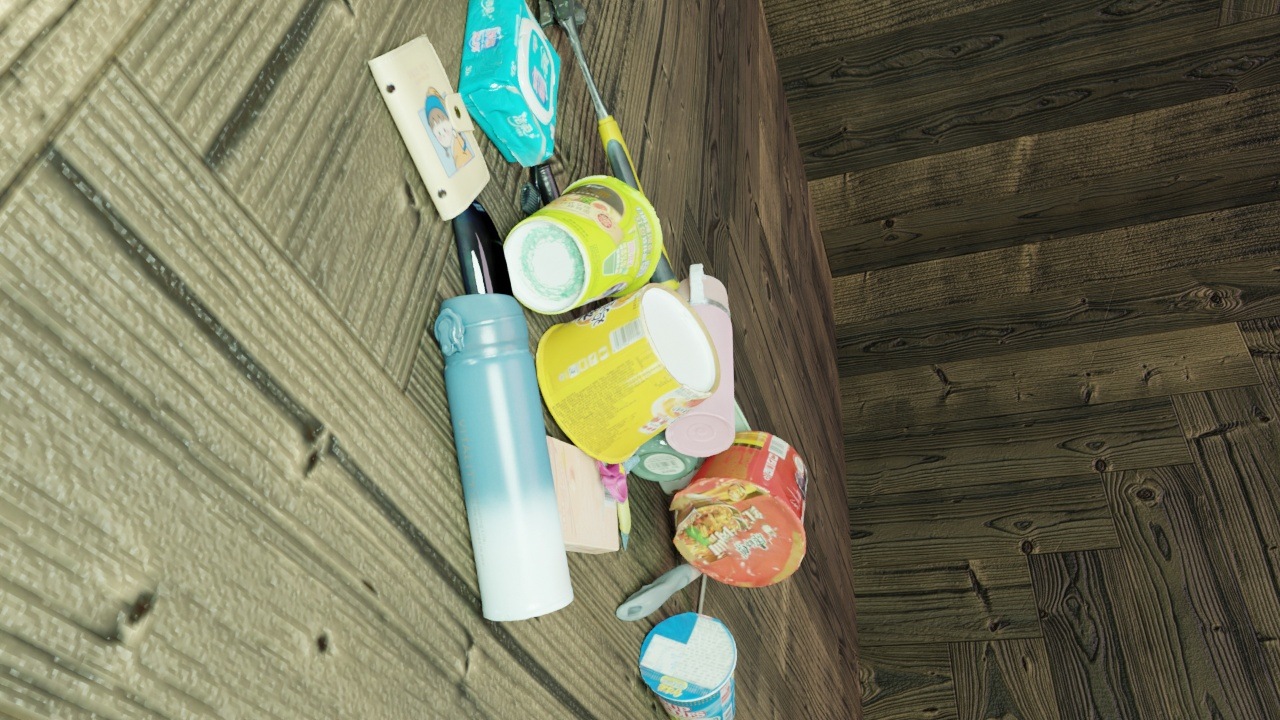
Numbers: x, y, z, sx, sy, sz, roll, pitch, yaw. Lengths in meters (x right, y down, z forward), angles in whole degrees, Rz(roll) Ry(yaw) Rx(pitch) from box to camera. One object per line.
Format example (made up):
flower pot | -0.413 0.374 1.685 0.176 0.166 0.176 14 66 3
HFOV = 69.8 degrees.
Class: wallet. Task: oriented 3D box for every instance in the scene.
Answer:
wallet | -0.145 -0.167 0.649 0.115 0.024 0.087 66 25 -23

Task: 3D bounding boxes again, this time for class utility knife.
utility knife | -0.023 0.108 0.913 0.030 0.018 0.166 -30 109 -67

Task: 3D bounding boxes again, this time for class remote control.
remote control | -0.114 -0.059 0.694 0.053 0.024 0.136 -29 110 -71

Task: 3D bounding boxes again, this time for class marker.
marker | -0.073 -0.121 0.864 0.022 0.020 0.132 -116 -173 -67

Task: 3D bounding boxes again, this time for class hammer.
hammer | -0.030 -0.219 0.919 0.126 0.032 0.323 -45 115 -78

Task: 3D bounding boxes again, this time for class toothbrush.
toothbrush | -0.100 -0.213 0.834 0.017 0.014 0.189 32 51 -55

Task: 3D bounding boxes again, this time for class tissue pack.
tissue pack | -0.106 -0.240 0.766 0.093 0.050 0.133 50 35 -57

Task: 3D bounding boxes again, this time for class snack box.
snack box | -0.057 0.118 0.781 0.157 0.026 0.084 36 47 -66

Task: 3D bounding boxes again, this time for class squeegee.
squeegee | 0.043 0.223 0.975 0.249 0.040 0.248 -21 120 -63

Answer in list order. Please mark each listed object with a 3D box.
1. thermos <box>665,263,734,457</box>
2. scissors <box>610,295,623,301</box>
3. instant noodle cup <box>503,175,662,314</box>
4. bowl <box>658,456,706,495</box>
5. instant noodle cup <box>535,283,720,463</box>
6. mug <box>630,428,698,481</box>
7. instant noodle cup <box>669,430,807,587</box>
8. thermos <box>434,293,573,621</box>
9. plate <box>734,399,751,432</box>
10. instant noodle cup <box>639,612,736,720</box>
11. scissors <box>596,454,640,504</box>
thermos | 0.059 -0.008 0.906 0.087 0.067 0.198 80 11 -47
scissors | -0.021 -0.034 0.928 0.189 0.022 0.229 -21 75 -44
instant noodle cup | -0.054 -0.093 0.779 0.123 0.112 0.112 -41 121 -61
bowl | 0.057 0.103 1.095 0.113 0.062 0.113 -7 90 -72
instant noodle cup | -0.005 0.005 0.795 0.138 0.110 0.137 37 36 -34
mug | 0.020 0.074 0.979 0.112 0.082 0.106 110 -13 -53
instant noodle cup | 0.111 0.145 0.939 0.108 0.138 0.138 -57 136 -54
thermos | -0.096 0.064 0.630 0.070 0.070 0.220 -15 95 -72
plate | 0.078 0.031 1.101 0.230 0.027 0.230 59 -2 3
instant noodle cup | 0.057 0.332 0.943 0.099 0.099 0.110 -78 160 -48
scissors | -0.017 0.099 0.853 0.056 0.017 0.133 65 12 3
